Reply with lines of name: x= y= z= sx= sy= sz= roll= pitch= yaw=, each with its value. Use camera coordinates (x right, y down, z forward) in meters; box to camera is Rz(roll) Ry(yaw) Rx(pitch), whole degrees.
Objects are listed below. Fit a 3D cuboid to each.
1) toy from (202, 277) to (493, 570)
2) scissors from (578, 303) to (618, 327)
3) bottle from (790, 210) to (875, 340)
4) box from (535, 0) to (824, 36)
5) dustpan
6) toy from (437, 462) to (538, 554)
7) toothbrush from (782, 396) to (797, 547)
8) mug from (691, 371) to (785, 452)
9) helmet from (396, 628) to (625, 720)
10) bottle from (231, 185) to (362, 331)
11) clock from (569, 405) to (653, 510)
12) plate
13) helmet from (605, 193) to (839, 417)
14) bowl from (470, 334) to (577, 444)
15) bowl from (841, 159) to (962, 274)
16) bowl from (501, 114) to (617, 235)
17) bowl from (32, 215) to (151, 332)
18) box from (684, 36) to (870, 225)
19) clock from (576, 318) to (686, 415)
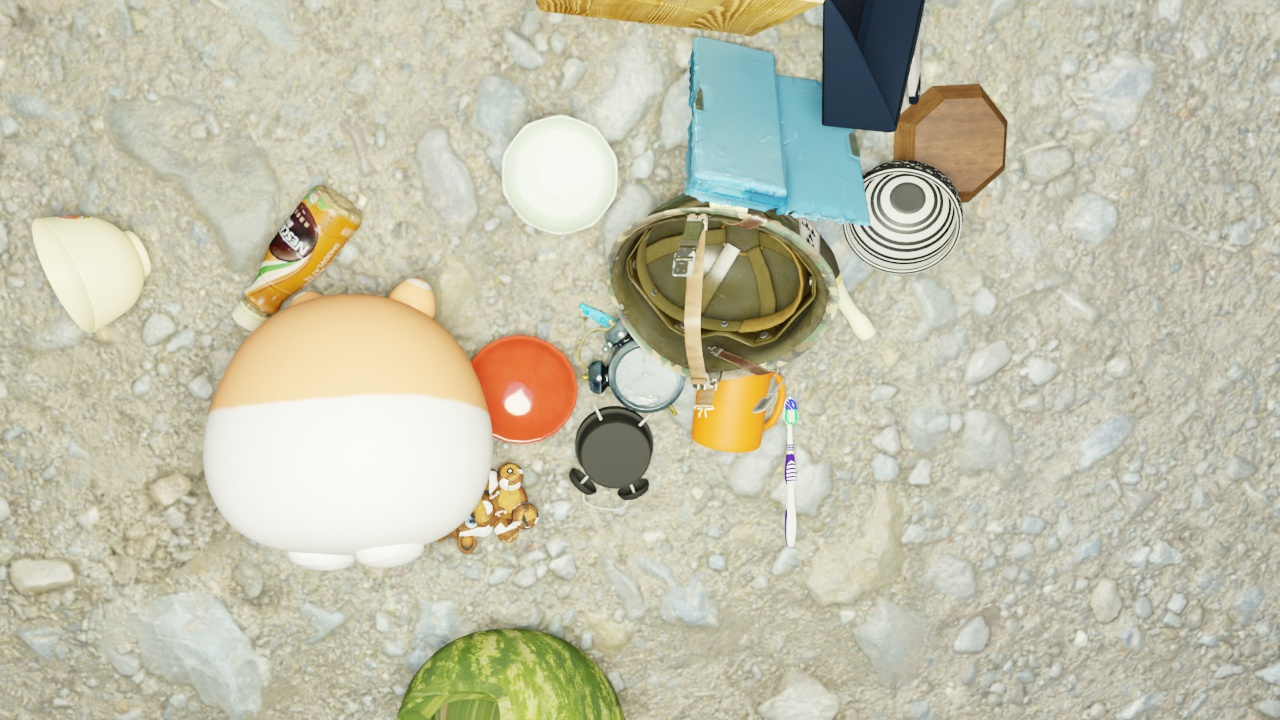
toy: x=-0.276 y=0.061 z=0.896 sx=0.263 sy=0.265 sz=0.280 roll=-6 pitch=76 yaw=12
scissors: x=-0.001 y=-0.032 z=1.011 sx=0.127 sy=0.012 sz=0.137 roll=-16 pitch=103 yaw=1
bottle: x=0.195 y=-0.095 z=0.990 sx=0.045 sy=0.045 sz=0.184 roll=-38 pitch=104 yaw=6
box: x=0.043 y=-0.406 z=0.780 sx=0.258 sy=0.279 sz=0.221 roll=7 pitch=103 yaw=-6
dustpan: x=0.232 y=-0.331 z=0.853 sx=0.080 sy=0.273 sz=0.236 roll=11 pitch=72 yaw=15
toy: x=-0.176 y=0.168 z=1.022 sx=0.112 sy=0.067 sz=0.087 roll=-20 pitch=80 yaw=-11
toothbrush: x=0.174 y=0.132 z=1.063 sx=0.015 sy=0.016 sz=0.187 roll=-4 pitch=104 yaw=-4
mug: x=0.115 y=0.042 z=1.010 sx=0.112 sy=0.078 sz=0.096 roll=-1 pitch=106 yaw=-29
helmet: x=-0.131 y=0.411 z=0.999 sx=0.242 sy=0.247 sz=0.214 roll=1 pitch=132 yaw=-44
bottle: x=-0.357 y=-0.101 z=0.941 sx=0.059 sy=0.059 sz=0.167 roll=40 pitch=99 yaw=-13
clock: x=-0.030 y=0.111 z=1.028 sx=0.091 sy=0.042 sz=0.121 roll=10 pitch=103 yaw=-7
plate: x=0.334 y=-0.229 z=0.976 sx=0.131 sy=0.025 sz=0.131 roll=-1 pitch=105 yaw=-4
helmet: x=0.076 y=-0.070 z=0.883 sx=0.225 sy=0.235 sz=0.193 roll=14 pitch=129 yaw=29
bowl: x=-0.130 y=0.028 z=1.003 sx=0.122 sy=0.035 sz=0.122 roll=-1 pitch=105 yaw=-4
bowl: x=0.277 y=-0.158 z=0.963 sx=0.120 sy=0.066 sz=0.120 roll=13 pitch=129 yaw=16
bowl: x=-0.082 y=-0.190 z=0.937 sx=0.117 sy=0.061 sz=0.117 roll=-1 pitch=104 yaw=-5
bowl: x=-0.538 y=-0.096 z=0.916 sx=0.073 sy=0.118 sz=0.118 roll=-31 pitch=110 yaw=-40
box: x=0.129 y=-0.221 z=0.874 sx=0.174 sy=0.231 sz=0.034 roll=10 pitch=139 yaw=-9
clock: x=-0.006 y=0.006 z=0.989 sx=0.129 sy=0.052 sz=0.090 roll=24 pitch=104 yaw=-4
